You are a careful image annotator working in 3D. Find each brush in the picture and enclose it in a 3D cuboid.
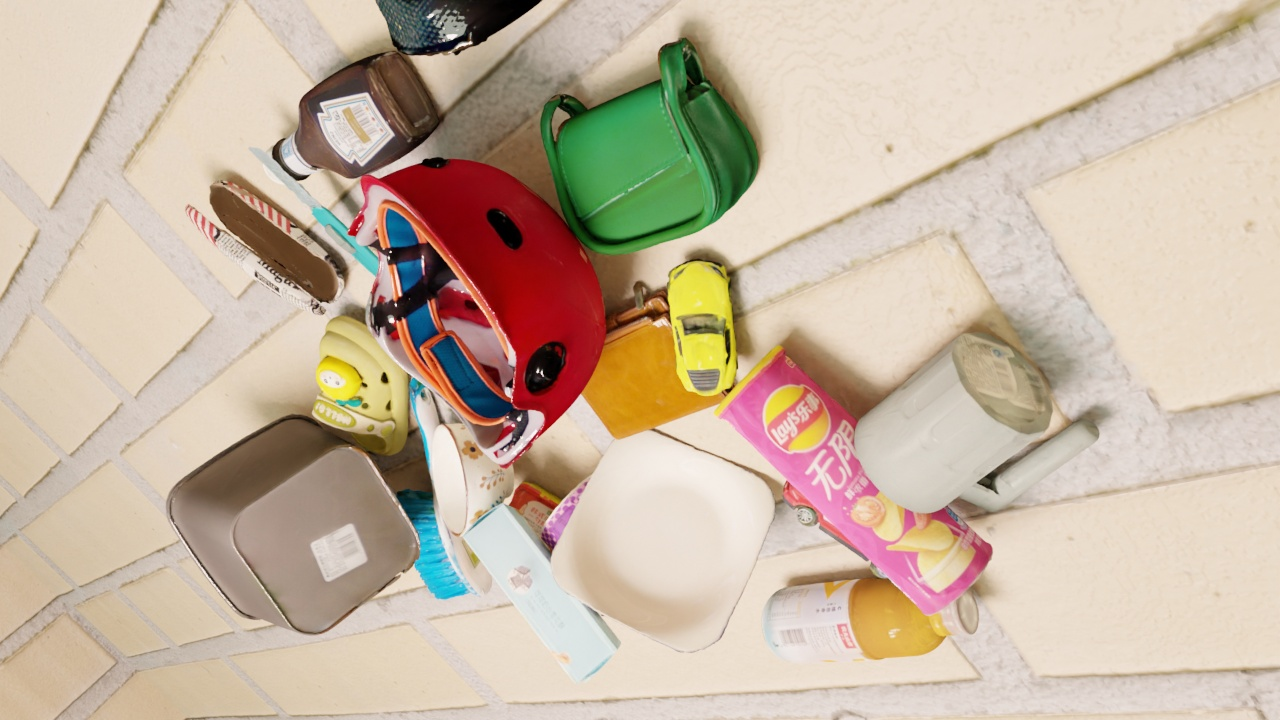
[{"bbox_3d":[-0.232,0.150,1.028,0.110,0.060,0.315,-1,122,28],"label":"brush"}]

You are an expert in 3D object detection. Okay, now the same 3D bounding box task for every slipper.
[{"bbox_3d":[-0.293,0.043,0.955,0.092,0.081,0.191,20,137,15],"label":"slipper"}]

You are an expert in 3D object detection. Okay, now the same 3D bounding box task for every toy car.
[{"bbox_3d":[0.171,0.123,0.725,0.120,0.052,0.045,35,128,7],"label":"toy car"},{"bbox_3d":[0.046,-0.023,0.683,0.048,0.032,0.105,-4,112,8],"label":"toy car"}]

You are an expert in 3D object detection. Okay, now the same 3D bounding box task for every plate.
[{"bbox_3d":[0.021,0.153,0.791,0.164,0.164,0.034,22,162,19],"label":"plate"}]

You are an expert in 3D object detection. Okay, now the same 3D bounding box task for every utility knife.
[{"bbox_3d":[-0.265,-0.108,0.826,0.029,0.013,0.221,-12,129,43],"label":"utility knife"}]

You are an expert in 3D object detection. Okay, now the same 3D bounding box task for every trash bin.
[{"bbox_3d":[-0.364,0.180,0.989,0.220,0.198,0.199,-1,121,54],"label":"trash bin"}]

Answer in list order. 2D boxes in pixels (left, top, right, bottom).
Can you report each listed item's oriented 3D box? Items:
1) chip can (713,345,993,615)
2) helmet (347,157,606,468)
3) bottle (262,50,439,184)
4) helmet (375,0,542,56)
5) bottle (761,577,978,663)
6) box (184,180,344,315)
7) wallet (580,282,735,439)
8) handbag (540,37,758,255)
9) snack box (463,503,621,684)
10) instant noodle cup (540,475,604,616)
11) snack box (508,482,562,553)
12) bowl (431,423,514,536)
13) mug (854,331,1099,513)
[{"bbox_3d":[0.152,0.086,0.669,0.210,0.071,0.072,44,138,8],"label":"chip can"},{"bbox_3d":[-0.108,-0.057,0.688,0.207,0.143,0.241,41,149,24],"label":"helmet"},{"bbox_3d":[-0.249,-0.187,0.757,0.195,0.043,0.080,-11,118,40],"label":"bottle"},{"bbox_3d":[-0.087,-0.297,0.419,0.275,0.229,0.233,-1,139,36],"label":"helmet"},{"bbox_3d":[0.192,0.221,0.783,0.190,0.067,0.068,-21,112,43],"label":"bottle"},{"bbox_3d":[-0.370,-0.097,0.887,0.163,0.081,0.075,37,143,-2],"label":"box"},{"bbox_3d":[-0.004,0.004,0.757,0.131,0.035,0.119,-22,109,40],"label":"wallet"},{"bbox_3d":[0.005,-0.138,0.616,0.132,0.067,0.120,-9,112,40],"label":"handbag"},{"bbox_3d":[-0.090,0.215,0.856,0.175,0.051,0.074,49,174,11],"label":"snack box"},{"bbox_3d":[-0.033,0.168,0.869,0.099,0.111,0.112,40,138,13],"label":"instant noodle cup"},{"bbox_3d":[-0.108,0.184,0.946,0.091,0.079,0.082,31,136,9],"label":"snack box"},{"bbox_3d":[-0.166,0.117,0.928,0.113,0.062,0.113,19,111,59],"label":"bowl"},{"bbox_3d":[0.225,0.050,0.616,0.124,0.083,0.104,24,137,-10],"label":"mug"}]
